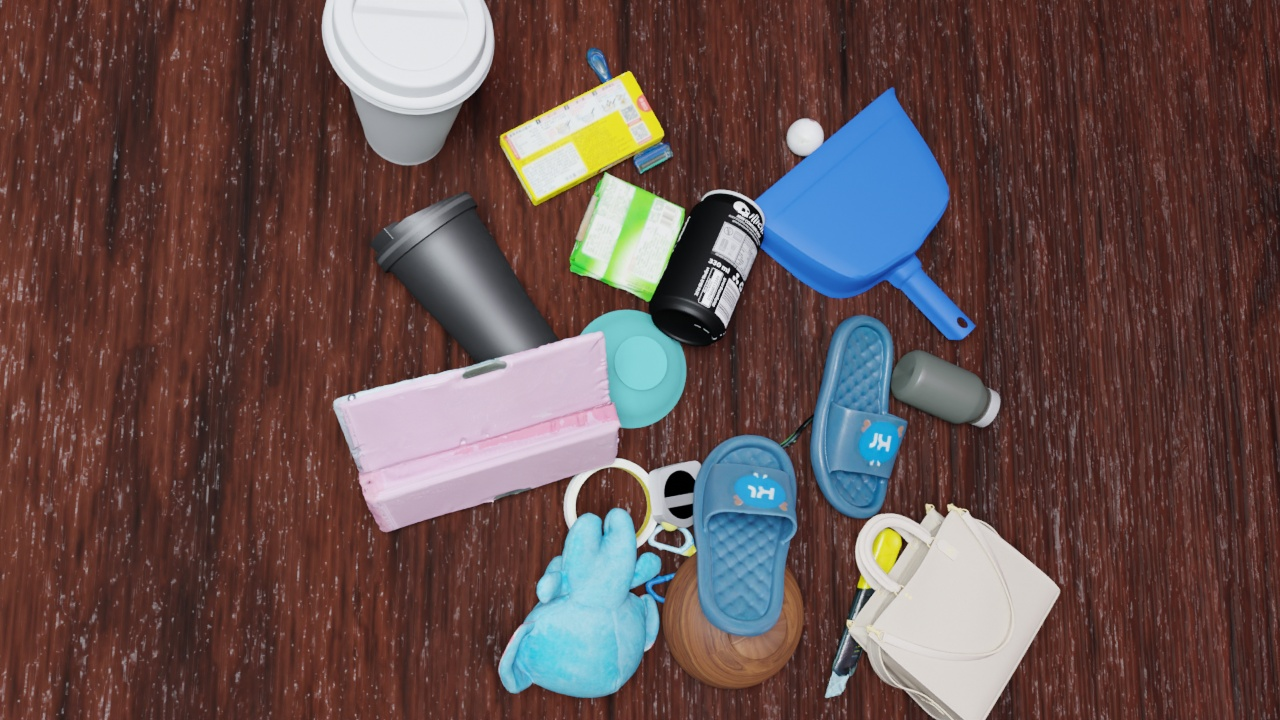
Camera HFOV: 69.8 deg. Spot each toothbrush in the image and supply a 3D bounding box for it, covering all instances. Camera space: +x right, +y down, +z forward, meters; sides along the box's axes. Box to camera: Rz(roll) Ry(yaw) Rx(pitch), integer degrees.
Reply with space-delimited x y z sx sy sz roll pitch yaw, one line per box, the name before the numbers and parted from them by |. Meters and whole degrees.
toothbrush | 0.144 0.095 0.960 0.187 0.014 0.017 -35 93 -16

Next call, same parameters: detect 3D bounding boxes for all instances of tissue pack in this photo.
tissue pack | -0.014 -0.127 0.936 0.099 0.034 0.114 23 77 -14

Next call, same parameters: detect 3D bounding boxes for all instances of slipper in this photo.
slipper | 0.230 0.058 0.954 0.103 0.059 0.213 6 85 -27
slipper | 0.099 0.157 0.875 0.104 0.059 0.213 13 51 -1

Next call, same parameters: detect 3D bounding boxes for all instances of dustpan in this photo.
dustpan | 0.276 -0.129 1.002 0.245 0.060 0.257 -41 84 -16

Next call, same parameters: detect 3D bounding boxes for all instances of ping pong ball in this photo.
ping pong ball | 0.179 -0.243 1.000 0.040 0.040 0.040 2 82 -15

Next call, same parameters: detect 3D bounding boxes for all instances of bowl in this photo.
bowl | 0.101 0.252 0.891 0.147 0.069 0.147 1 88 -17
bowl | -0.006 0.005 0.914 0.121 0.046 0.121 2 82 -15

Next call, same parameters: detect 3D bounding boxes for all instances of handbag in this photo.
handbag | 0.296 0.239 0.936 0.198 0.101 0.194 43 72 -5

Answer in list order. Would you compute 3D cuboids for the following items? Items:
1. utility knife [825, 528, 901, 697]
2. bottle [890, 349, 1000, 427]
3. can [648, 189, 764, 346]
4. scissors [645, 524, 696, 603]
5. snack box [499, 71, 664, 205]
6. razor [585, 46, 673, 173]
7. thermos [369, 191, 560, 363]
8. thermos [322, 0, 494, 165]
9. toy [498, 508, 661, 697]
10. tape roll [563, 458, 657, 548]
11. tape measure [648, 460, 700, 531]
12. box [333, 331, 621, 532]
utility knife | 0.231 0.264 0.958 0.029 0.020 0.186 27 76 -10
bottle | 0.330 0.033 0.994 0.108 0.060 0.060 23 77 -11
can | 0.068 -0.093 0.920 0.080 0.080 0.145 28 67 -10
scissors | 0.064 0.195 0.928 0.132 0.020 0.097 -12 90 -15
snack box | -0.059 -0.225 0.930 0.152 0.025 0.075 -29 90 -8
razor | -0.017 -0.265 0.962 0.044 0.018 0.141 -29 89 -8
thermos | -0.145 -0.048 0.860 0.105 0.106 0.218 -39 99 -16
thermos | -0.203 -0.247 0.802 0.131 0.222 0.131 2 82 -15
toy | -0.054 0.220 0.844 0.183 0.115 0.181 -3 102 -38
tape roll | -0.028 0.144 0.904 0.094 0.019 0.094 2 83 -15
tape measure | 0.038 0.135 0.912 0.064 0.017 0.064 -4 82 -41
box | -0.132 0.071 0.806 0.232 0.181 0.050 -16 52 -11
